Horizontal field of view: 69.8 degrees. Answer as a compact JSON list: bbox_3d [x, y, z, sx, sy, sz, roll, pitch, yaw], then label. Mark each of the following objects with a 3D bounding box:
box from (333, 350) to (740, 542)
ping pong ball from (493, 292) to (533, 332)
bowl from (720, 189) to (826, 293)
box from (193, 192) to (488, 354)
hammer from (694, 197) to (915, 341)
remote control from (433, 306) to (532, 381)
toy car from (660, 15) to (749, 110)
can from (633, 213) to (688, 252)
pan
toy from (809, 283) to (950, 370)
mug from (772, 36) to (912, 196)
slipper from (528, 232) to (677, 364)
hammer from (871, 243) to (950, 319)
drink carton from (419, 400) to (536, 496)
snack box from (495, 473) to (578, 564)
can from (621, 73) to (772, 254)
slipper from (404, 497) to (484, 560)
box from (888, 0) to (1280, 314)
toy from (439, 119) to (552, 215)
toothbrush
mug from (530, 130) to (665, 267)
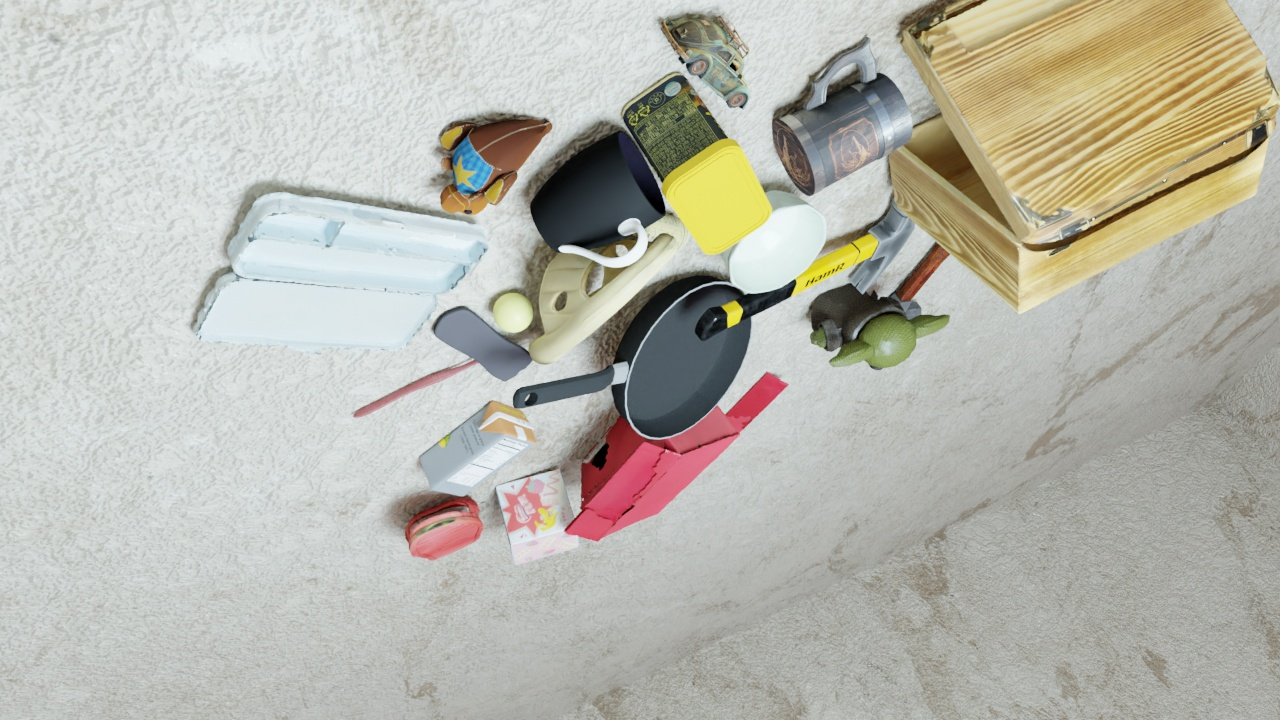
[{"bbox_3d":[-0.109,0.122,1.139,0.466,0.138,0.215,7,138,-36],"label":"box"},{"bbox_3d":[-0.128,-0.048,0.920,0.040,0.040,0.040,-21,151,-13],"label":"ping pong ball"},{"bbox_3d":[0.133,-0.134,0.977,0.117,0.061,0.118,-19,142,-16],"label":"bowl"},{"bbox_3d":[-0.255,-0.069,0.792,0.208,0.037,0.191,2,148,-42],"label":"box"},{"bbox_3d":[0.196,-0.097,1.080,0.323,0.034,0.170,-26,153,-25],"label":"hammer"},{"bbox_3d":[-0.163,-0.017,0.949,0.046,0.009,0.124,-37,138,12],"label":"remote control"},{"bbox_3d":[0.063,-0.249,0.747,0.047,0.047,0.111,-35,152,23],"label":"toy car"},{"bbox_3d":[0.009,-0.130,0.907,0.079,0.038,0.038,6,137,-47],"label":"can"},{"bbox_3d":[-0.006,0.006,1.017,0.354,0.044,0.204,-11,125,-43],"label":"pan"},{"bbox_3d":[0.294,-0.042,1.199,0.179,0.152,0.078,-20,124,-17],"label":"toy"},{"bbox_3d":[0.187,-0.231,0.870,0.107,0.080,0.116,-27,126,-4],"label":"mug"},{"bbox_3d":[-0.061,-0.066,0.886,0.111,0.079,0.262,-48,-173,-29],"label":"slipper"},{"bbox_3d":[0.410,-0.153,1.232,0.110,0.028,0.302,-9,146,-33],"label":"hammer"},{"bbox_3d":[-0.195,0.107,1.107,0.125,0.048,0.076,-36,151,15],"label":"drink carton"},{"bbox_3d":[-0.144,0.218,1.280,0.094,0.093,0.080,-14,149,-10],"label":"snack box"},{"bbox_3d":[0.049,-0.171,0.807,0.072,0.101,0.131,-33,152,8],"label":"can"},{"bbox_3d":[-0.263,0.221,1.227,0.103,0.059,0.249,-23,167,-11],"label":"slipper"},{"bbox_3d":[0.422,-0.239,0.879,0.279,0.269,0.264,-26,136,-4],"label":"box"},{"bbox_3d":[-0.117,-0.160,0.754,0.102,0.070,0.090,-36,174,-37],"label":"toy"},{"bbox_3d":[-0.222,0.020,0.977,0.184,0.015,0.016,-25,149,-3],"label":"toothbrush"},{"bbox_3d":[-0.037,-0.125,0.793,0.100,0.118,0.085,-26,149,17],"label":"mug"}]
